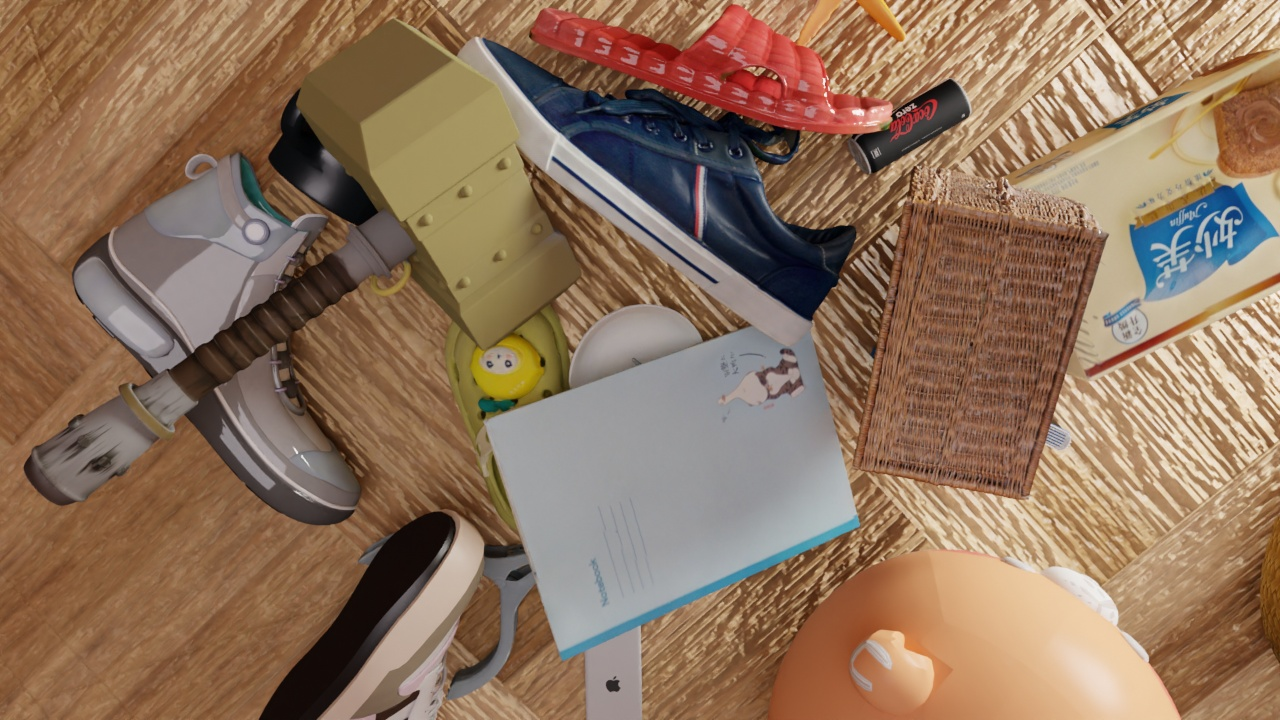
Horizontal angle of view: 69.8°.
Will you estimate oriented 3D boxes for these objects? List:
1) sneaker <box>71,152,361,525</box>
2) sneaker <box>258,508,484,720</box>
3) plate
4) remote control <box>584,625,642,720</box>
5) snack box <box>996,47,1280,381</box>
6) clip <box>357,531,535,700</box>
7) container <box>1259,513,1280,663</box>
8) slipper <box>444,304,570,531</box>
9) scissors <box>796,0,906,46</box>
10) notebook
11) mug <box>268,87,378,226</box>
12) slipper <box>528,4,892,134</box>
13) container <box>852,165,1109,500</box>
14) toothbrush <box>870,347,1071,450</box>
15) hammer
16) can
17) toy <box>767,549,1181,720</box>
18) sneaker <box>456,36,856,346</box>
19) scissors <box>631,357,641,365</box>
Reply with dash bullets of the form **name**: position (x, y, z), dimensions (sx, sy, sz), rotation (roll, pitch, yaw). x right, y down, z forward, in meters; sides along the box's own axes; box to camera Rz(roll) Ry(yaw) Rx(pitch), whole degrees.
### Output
- **sneaker**: position (-0.256, -0.016, 0.654), dimensions (0.160, 0.093, 0.256), rotation (-41, 99, -1)
- **sneaker**: position (-0.176, 0.236, 0.671), dimensions (0.116, 0.111, 0.294), rotation (31, 112, -21)
- **plate**: position (-0.004, 0.004, 0.672), dimensions (0.104, 0.026, 0.104), rotation (-7, 116, -15)
- **remote control**: position (-0.022, 0.261, 0.738), dimensions (0.045, 0.008, 0.147), rotation (-1, 101, 1)
- **snack box**: position (0.370, -0.100, 0.646), dimensions (0.207, 0.055, 0.153), rotation (-27, 99, 5)
- **clip**: position (-0.132, 0.204, 0.720), dimensions (0.169, 0.031, 0.164), rotation (-1, 103, 2)
- **container**: position (0.607, 0.166, 0.626), dimensions (0.307, 0.196, 0.307), rotation (0, 102, 0)
- **slipper**: position (-0.091, 0.046, 0.663), dimensions (0.092, 0.081, 0.190), rotation (-11, 103, 5)
- **scissors**: position (0.141, -0.272, 0.636), dimensions (0.131, 0.011, 0.125), rotation (33, 98, -4)
- **notebook**: position (0.033, 0.084, 0.659), dimensions (0.253, 0.009, 0.181), rotation (-20, 101, -19)
- **mug**: position (-0.192, -0.151, 0.604), dimensions (0.085, 0.121, 0.094), rotation (39, 98, 11)
- **slipper**: position (0.052, -0.204, 0.604), dimensions (0.249, 0.103, 0.059), rotation (16, 114, -1)
- **container**: position (0.214, -0.020, 0.601), dimensions (0.113, 0.113, 0.199), rotation (12, 114, 14)
- **toothbrush**: position (0.250, 0.029, 0.691), dimensions (0.166, 0.014, 0.016), rotation (25, 100, -4)
- **hammer**: position (-0.211, -0.030, 0.547), dimensions (0.324, 0.101, 0.190), rotation (-39, 143, -13)
- **can**: position (0.189, -0.164, 0.646), dimensions (0.080, 0.031, 0.031), rotation (-30, 99, 5)
- **toy**: position (0.215, 0.249, 0.597), dimensions (0.263, 0.281, 0.265), rotation (37, 84, 27)
- **sneaker**: position (0.022, -0.140, 0.605), dimensions (0.294, 0.120, 0.127), rotation (33, 104, -11)
- **scissors**: position (0.046, 0.056, 0.685), dimensions (0.151, 0.019, 0.119), rotation (3, 108, -14)
